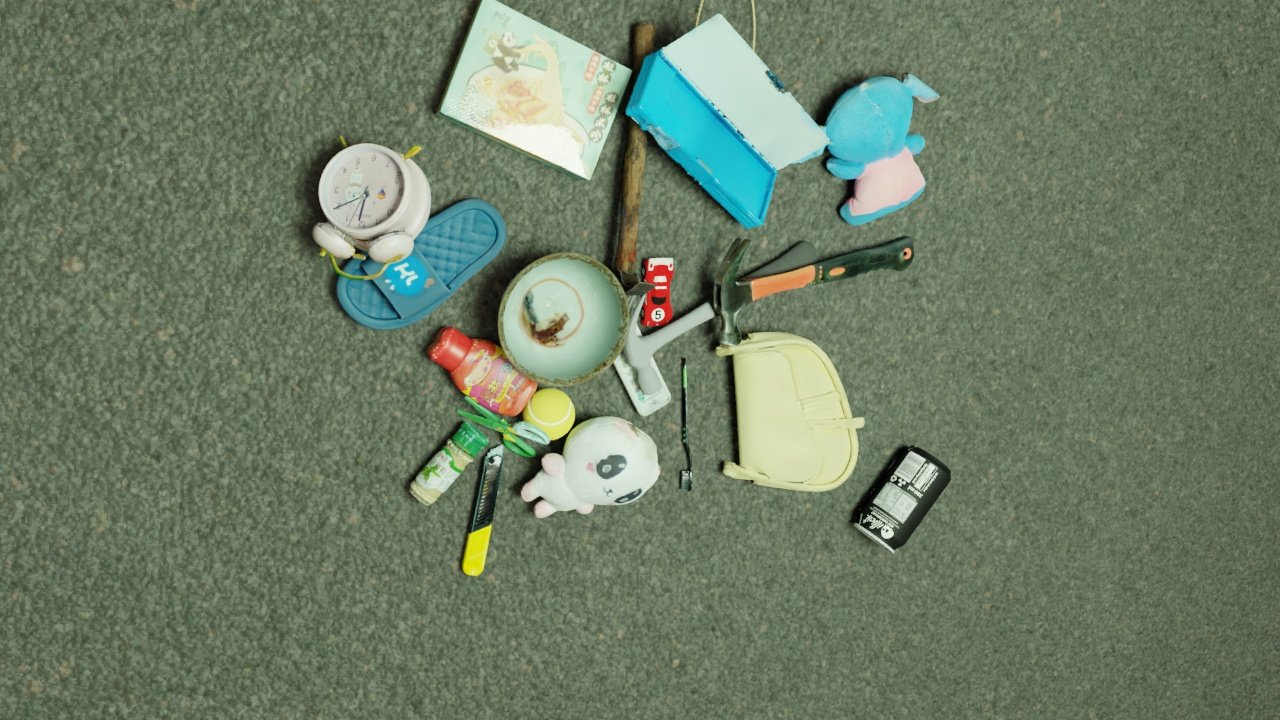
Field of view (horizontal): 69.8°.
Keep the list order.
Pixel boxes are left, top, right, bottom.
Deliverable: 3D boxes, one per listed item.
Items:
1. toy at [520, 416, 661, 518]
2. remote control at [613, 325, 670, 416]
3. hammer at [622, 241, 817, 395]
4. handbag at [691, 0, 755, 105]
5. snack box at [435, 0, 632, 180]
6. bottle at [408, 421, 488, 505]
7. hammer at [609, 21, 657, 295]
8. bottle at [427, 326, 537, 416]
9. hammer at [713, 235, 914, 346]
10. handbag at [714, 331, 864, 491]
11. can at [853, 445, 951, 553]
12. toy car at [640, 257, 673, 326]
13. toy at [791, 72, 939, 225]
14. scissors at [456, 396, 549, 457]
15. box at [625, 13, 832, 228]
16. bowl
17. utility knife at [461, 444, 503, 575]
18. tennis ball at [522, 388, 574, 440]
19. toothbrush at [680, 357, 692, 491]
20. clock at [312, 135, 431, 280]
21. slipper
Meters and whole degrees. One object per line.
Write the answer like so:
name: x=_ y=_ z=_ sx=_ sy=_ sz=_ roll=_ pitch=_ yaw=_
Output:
toy: x=-0.065 y=0.140 z=1.167 sx=0.179 sy=0.101 sz=0.139 roll=-30 pitch=131 yaw=-3
remote control: x=-0.007 y=0.007 z=1.199 sx=0.050 sy=0.022 sz=0.133 roll=-30 pitch=109 yaw=-11
hammer: x=0.108 y=-0.080 z=1.203 sx=0.310 sy=0.029 sz=0.125 roll=-30 pitch=114 yaw=-19
handbag: x=0.108 y=-0.411 z=1.155 sx=0.084 sy=0.027 sz=0.178 roll=4 pitch=98 yaw=-20
snack box: x=-0.124 y=-0.316 z=1.081 sx=0.193 sy=0.044 sz=0.141 roll=21 pitch=92 yaw=-21
bottle: x=-0.238 y=0.128 z=1.132 sx=0.042 sy=0.043 sz=0.110 roll=43 pitch=86 yaw=-22
hammer: x=-0.004 y=-0.243 z=1.114 sx=0.033 sy=0.120 sz=0.330 roll=3 pitch=93 yaw=-27
bottle: x=-0.194 y=0.011 z=1.120 sx=0.134 sy=0.048 sz=0.071 roll=36 pitch=89 yaw=-22
hammer: x=0.241 y=-0.118 z=1.234 sx=0.332 sy=0.033 sz=0.133 roll=-14 pitch=108 yaw=-26
handbag: x=0.200 y=0.070 z=1.252 sx=0.190 sy=0.088 sz=0.233 roll=-10 pitch=104 yaw=-14
can: x=0.383 y=0.203 z=1.344 sx=0.080 sy=0.080 sz=0.146 roll=38 pitch=87 yaw=-22
toy car: x=0.022 y=-0.089 z=1.188 sx=0.038 sy=0.025 sz=0.089 roll=-3 pitch=102 yaw=-19
toy: x=0.301 y=-0.275 z=1.220 sx=0.224 sy=0.099 sz=0.191 roll=-24 pitch=119 yaw=-6
scissors: x=-0.167 y=0.080 z=1.127 sx=0.131 sy=0.113 sz=0.012 roll=44 pitch=52 yaw=-29
box: x=0.112 y=-0.279 z=1.102 sx=0.243 sy=0.114 sz=0.113 roll=36 pitch=62 yaw=-37
bowl: x=-0.103 y=-0.054 z=1.114 sx=0.159 sy=0.094 sz=0.160 roll=-4 pitch=102 yaw=-19
utility knife: x=-0.199 y=0.190 z=1.169 sx=0.028 sy=0.020 sz=0.174 roll=10 pitch=98 yaw=-22
tennis ball: x=-0.115 y=0.067 z=1.149 sx=0.065 sy=0.065 sz=0.065 roll=-4 pitch=102 yaw=-19
toothbrush: x=0.060 y=0.088 z=1.244 sx=0.017 sy=0.014 sz=0.188 roll=-5 pitch=102 yaw=-11
clock: x=-0.299 y=-0.164 z=1.011 sx=0.117 sy=0.059 sz=0.158 roll=9 pitch=83 yaw=8
slipper: x=-0.249 y=-0.110 z=1.072 sx=0.213 sy=0.059 sz=0.104 roll=-34 pitch=112 yaw=-12
